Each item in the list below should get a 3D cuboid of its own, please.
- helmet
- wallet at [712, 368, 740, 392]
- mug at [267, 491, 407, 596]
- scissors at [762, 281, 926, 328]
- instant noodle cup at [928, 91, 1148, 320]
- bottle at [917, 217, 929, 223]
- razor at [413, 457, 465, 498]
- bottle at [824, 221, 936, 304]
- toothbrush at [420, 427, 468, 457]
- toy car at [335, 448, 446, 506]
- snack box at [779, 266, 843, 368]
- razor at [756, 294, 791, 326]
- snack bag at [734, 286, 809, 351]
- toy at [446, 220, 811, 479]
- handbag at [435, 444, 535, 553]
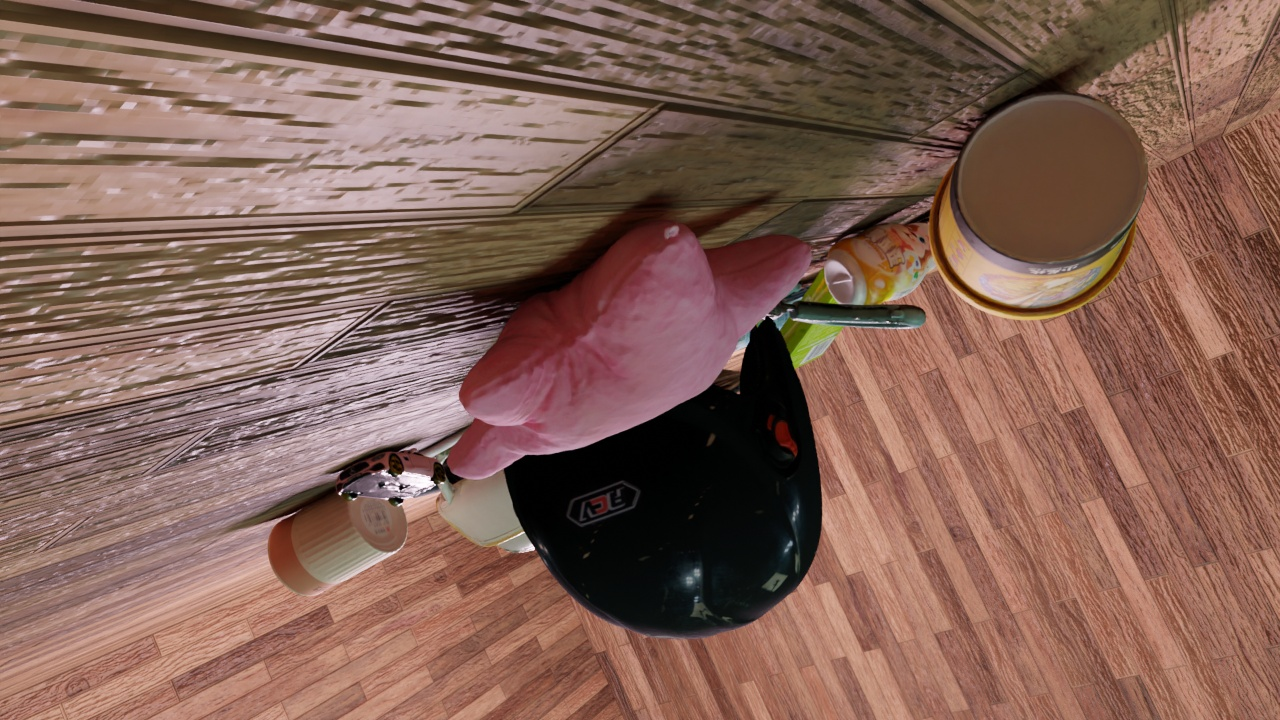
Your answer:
[{"bbox_3d":[0.021,0.097,0.705,0.234,0.230,0.274,-19,162,24],"label":"helmet"},{"bbox_3d":[0.033,0.026,0.960,0.101,0.032,0.125,-15,-164,-39],"label":"wallet"},{"bbox_3d":[-0.289,0.162,0.899,0.106,0.081,0.114,-28,-159,20],"label":"mug"},{"bbox_3d":[0.126,-0.043,0.679,0.171,0.019,0.170,6,176,14],"label":"scissors"},{"bbox_3d":[0.227,-0.089,0.526,0.119,0.118,0.114,-26,167,14],"label":"instant noodle cup"},{"bbox_3d":[0.284,-0.119,0.880,0.195,0.044,0.079,-26,175,22],"label":"bottle"},{"bbox_3d":[-0.187,0.112,1.018,0.167,0.062,0.067,-20,-153,6],"label":"razor"},{"bbox_3d":[0.207,-0.083,0.752,0.108,0.063,0.063,-23,175,-17],"label":"bottle"},{"bbox_3d":[-0.166,0.074,0.862,0.180,0.016,0.016,-27,163,29],"label":"toothbrush"},{"bbox_3d":[-0.211,0.096,0.781,0.056,0.037,0.122,-28,162,9],"label":"toy car"},{"bbox_3d":[0.179,-0.051,0.870,0.085,0.026,0.157,-22,153,-41],"label":"snack box"},{"bbox_3d":[0.126,-0.030,0.903,0.043,0.028,0.133,-34,150,-7],"label":"razor"},{"bbox_3d":[0.140,-0.044,0.979,0.190,0.039,0.110,-22,163,-24],"label":"snack bag"},{"bbox_3d":[0.000,-0.014,0.421,0.194,0.074,0.179,-27,166,-25],"label":"toy"},{"bbox_3d":[-0.145,0.137,0.952,0.178,0.063,0.164,30,136,-35],"label":"handbag"}]
